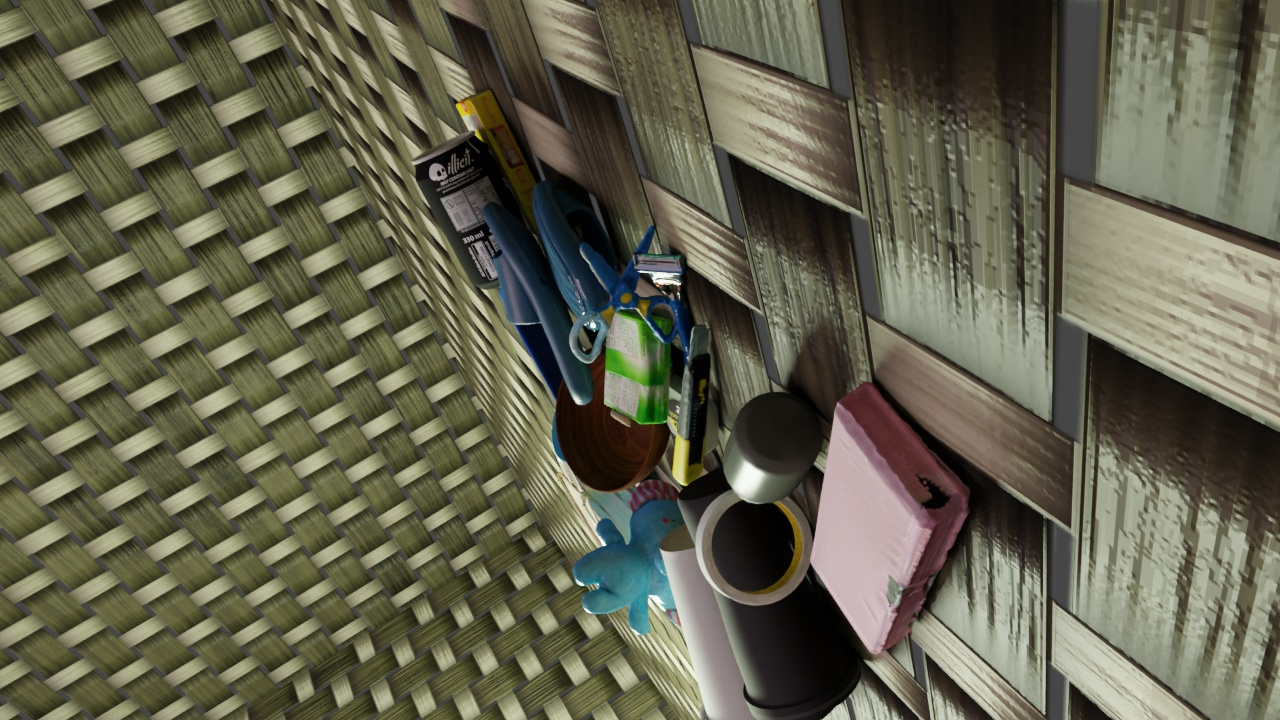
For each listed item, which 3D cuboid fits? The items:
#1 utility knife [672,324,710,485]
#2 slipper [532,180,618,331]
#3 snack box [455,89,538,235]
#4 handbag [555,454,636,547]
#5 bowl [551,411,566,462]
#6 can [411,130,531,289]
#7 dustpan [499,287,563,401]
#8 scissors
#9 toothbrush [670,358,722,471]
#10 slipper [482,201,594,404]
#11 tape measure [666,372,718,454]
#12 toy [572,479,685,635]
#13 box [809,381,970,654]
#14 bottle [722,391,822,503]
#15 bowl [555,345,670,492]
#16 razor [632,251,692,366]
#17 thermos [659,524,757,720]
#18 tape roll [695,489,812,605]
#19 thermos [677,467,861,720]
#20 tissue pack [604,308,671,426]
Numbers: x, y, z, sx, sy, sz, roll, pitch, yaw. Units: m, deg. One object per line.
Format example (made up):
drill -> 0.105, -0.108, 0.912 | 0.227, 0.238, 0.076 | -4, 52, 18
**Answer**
utility knife -> 0.044, 0.039, 0.765 | 0.020, 0.028, 0.198 | 38, 147, 30
slipper -> -0.055, -0.101, 0.813 | 0.213, 0.059, 0.104 | -117, 8, -59
snack box -> -0.140, -0.205, 0.958 | 0.152, 0.025, 0.075 | 64, 165, -21
handbag -> -0.049, 0.186, 1.237 | 0.198, 0.101, 0.195 | 50, 170, -14
bowl -> -0.062, 0.076, 1.175 | 0.046, 0.121, 0.121 | 19, -169, -33
can -> -0.166, -0.151, 0.933 | 0.146, 0.080, 0.080 | 64, 166, -22
dustpan -> -0.109, -0.027, 1.084 | 0.246, 0.059, 0.257 | 64, 173, -28
scissors -> -0.019, -0.046, 0.722 | 0.125, 0.125, 0.016 | 50, -178, -38
toothbrush -> 0.046, 0.051, 0.861 | 0.014, 0.017, 0.188 | 17, 135, 62
slipper -> -0.102, -0.051, 0.876 | 0.103, 0.059, 0.214 | -114, -1, -80
tape measure -> 0.044, 0.049, 0.830 | 0.064, 0.016, 0.065 | 35, 146, 41
toy -> 0.013, 0.228, 1.042 | 0.115, 0.180, 0.183 | -36, 69, 53
box -> 0.151, 0.108, 0.582 | 0.098, 0.041, 0.233 | 59, 168, 34
bottle -> 0.090, 0.066, 0.647 | 0.060, 0.060, 0.109 | 54, 165, 19
bowl -> -0.015, 0.059, 0.940 | 0.148, 0.068, 0.147 | 0, 91, 46
razor -> 0.031, -0.033, 0.730 | 0.044, 0.018, 0.141 | 7, 139, 26
thermos -> 0.097, 0.282, 0.968 | 0.222, 0.131, 0.132 | 69, 165, -8
tape roll -> 0.092, 0.148, 0.740 | 0.094, 0.094, 0.019 | 59, 167, -1
thermos -> 0.107, 0.204, 0.806 | 0.218, 0.105, 0.106 | 66, 166, -7
tissue pack -> -0.005, 0.005, 0.828 | 0.114, 0.034, 0.099 | -158, 69, -67
